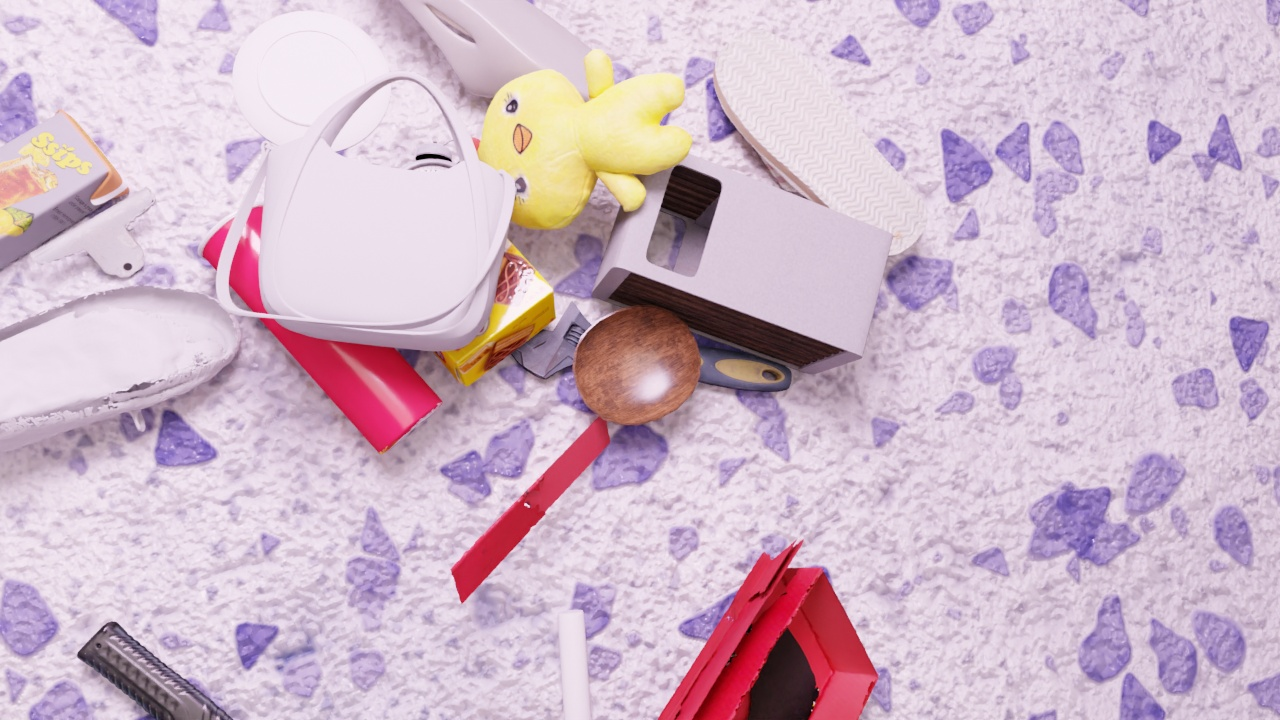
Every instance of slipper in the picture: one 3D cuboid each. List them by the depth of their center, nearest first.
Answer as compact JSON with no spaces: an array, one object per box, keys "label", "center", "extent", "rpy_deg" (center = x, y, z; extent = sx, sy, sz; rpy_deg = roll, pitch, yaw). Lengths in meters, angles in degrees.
[{"label":"slipper","center":[-0.437,0.014,0.711],"extent":[0.246,0.075,0.112],"rpy_deg":[-23,94,-25]},{"label":"slipper","center":[-0.149,-0.292,0.825],"extent":[0.266,0.081,0.112],"rpy_deg":[32,33,-14]},{"label":"slipper","center":[0.172,-0.207,0.897],"extent":[0.115,0.052,0.263],"rpy_deg":[-41,88,-17]}]

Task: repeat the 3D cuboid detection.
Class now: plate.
[{"label":"plate","center":[-0.292,-0.251,0.817],"extent":[0.134,0.011,0.134],"rpy_deg":[2,81,-13]}]

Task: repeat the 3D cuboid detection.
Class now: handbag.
[{"label":"handbag","center":[-0.205,-0.125,0.707],"extent":[0.215,0.096,0.222],"rpy_deg":[6,79,-11]}]

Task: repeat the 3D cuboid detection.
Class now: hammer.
[{"label":"hammer","center":[-0.302,0.317,0.720],"extent":[0.319,0.032,0.130],"rpy_deg":[41,76,-4]}]

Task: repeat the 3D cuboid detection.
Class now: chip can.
[{"label":"chip can","center":[-0.262,-0.025,0.760],"extent":[0.069,0.069,0.220],"rpy_deg":[-42,93,-15]}]

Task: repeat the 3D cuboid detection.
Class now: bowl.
[{"label":"bowl","center":[-0.005,0.005,0.814],"extent":[0.114,0.026,0.102],"rpy_deg":[-21,90,-11]}]

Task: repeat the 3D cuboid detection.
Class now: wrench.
[{"label":"wrench","center":[0.010,-0.003,0.843],"extent":[0.273,0.022,0.073],"rpy_deg":[10,79,-11]}]

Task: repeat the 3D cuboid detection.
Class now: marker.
[{"label":"marker","center":[-0.054,0.283,0.785],"extent":[0.027,0.023,0.133],"rpy_deg":[1,81,-35]}]

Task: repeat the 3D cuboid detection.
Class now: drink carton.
[{"label":"drink carton","center":[-0.489,-0.135,0.735],"extent":[0.124,0.048,0.076],"rpy_deg":[-39,91,-15]}]

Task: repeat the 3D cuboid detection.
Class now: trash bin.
[{"label":"trash bin","center":[0.088,-0.085,0.825],"extent":[0.229,0.115,0.114],"rpy_deg":[19,78,-9]}]

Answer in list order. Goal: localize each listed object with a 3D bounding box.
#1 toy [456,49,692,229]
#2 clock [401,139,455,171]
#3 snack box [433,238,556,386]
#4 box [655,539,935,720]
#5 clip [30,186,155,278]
[{"label":"toy","center":[-0.056,-0.179,0.764],"extent":[0.092,0.208,0.134],"rpy_deg":[-4,86,-58]},{"label":"clock","center":[-0.177,-0.140,0.814],"extent":[0.094,0.035,0.122],"rpy_deg":[26,77,-8]},{"label":"snack box","center":[-0.138,-0.046,0.787],"extent":[0.105,0.061,0.083],"rpy_deg":[-39,77,-15]},{"label":"box","center":[0.128,0.265,0.705],"extent":[0.213,0.154,0.165],"rpy_deg":[-46,117,-42]},{"label":"clip","center":[-0.439,-0.101,0.755],"extent":[0.102,0.052,0.058],"rpy_deg":[-36,62,-15]}]
